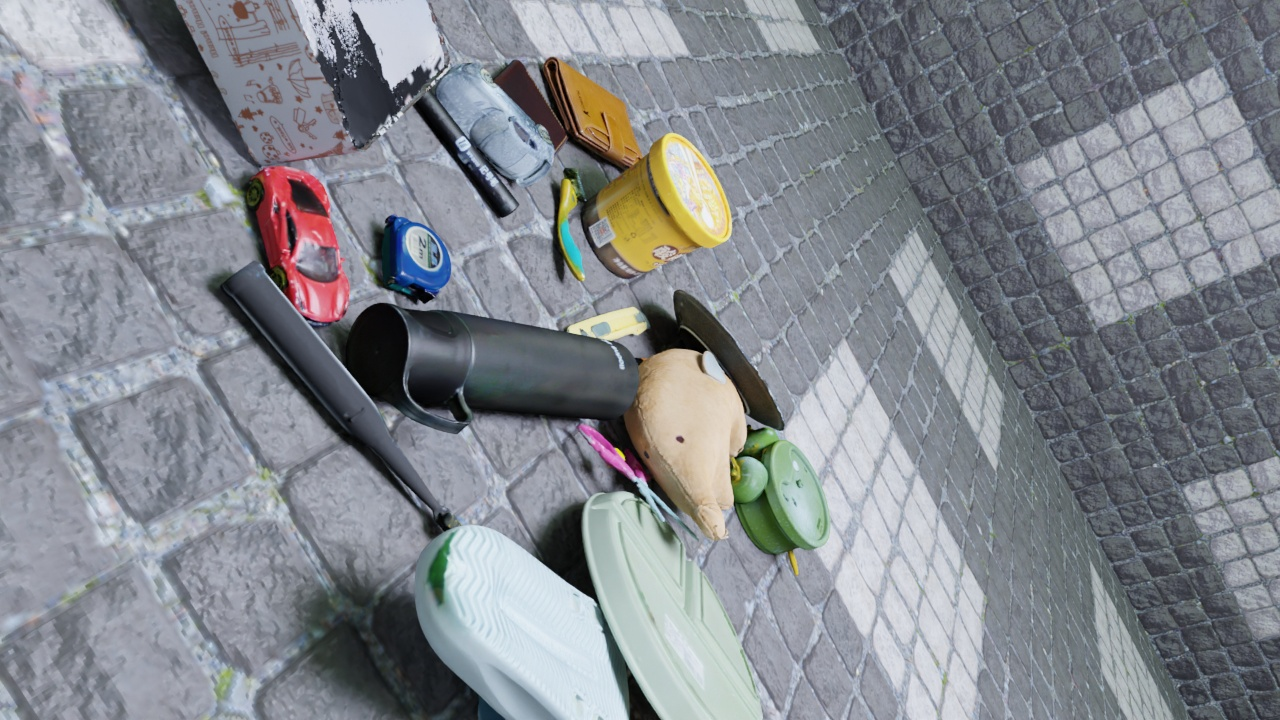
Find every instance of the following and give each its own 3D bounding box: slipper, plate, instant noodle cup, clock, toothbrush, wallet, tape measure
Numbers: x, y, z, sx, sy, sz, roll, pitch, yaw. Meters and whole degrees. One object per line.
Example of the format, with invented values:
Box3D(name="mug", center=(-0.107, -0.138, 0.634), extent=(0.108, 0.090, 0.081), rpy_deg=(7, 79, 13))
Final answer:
Box3D(name="slipper", center=(-0.070, 0.180, 0.544), extent=(0.245, 0.074, 0.104), rpy_deg=(58, 17, -47))
Box3D(name="plate", center=(0.082, 0.005, 0.929), extent=(0.179, 0.024, 0.179), rpy_deg=(53, -5, 6))
Box3D(name="instant noodle cup", center=(0.013, -0.148, 0.921), extent=(0.118, 0.115, 0.118), rpy_deg=(40, 36, -37))
Box3D(name="clock", center=(0.136, 0.133, 0.954), extent=(0.161, 0.056, 0.115), rpy_deg=(56, 29, -14))
Box3D(name="toothbrush", center=(-0.172, 0.032, 0.556), extent=(0.026, 0.027, 0.212), rpy_deg=(-42, 107, -22))
Box3D(name="wallet", center=(-0.046, -0.259, 1.007), extent=(0.130, 0.035, 0.119), rpy_deg=(14, 48, -57))
Box3D(name="plate", center=(0.030, 0.195, 0.682), extent=(0.230, 0.027, 0.230), rpy_deg=(55, 10, -15))
Box3D(name="wallet", center=(-0.112, -0.233, 0.887), extent=(0.096, 0.020, 0.122), rpy_deg=(57, 27, -23))
Box3D(name="tape measure", center=(-0.163, -0.071, 0.661), extent=(0.054, 0.025, 0.058), rpy_deg=(27, 48, -50))

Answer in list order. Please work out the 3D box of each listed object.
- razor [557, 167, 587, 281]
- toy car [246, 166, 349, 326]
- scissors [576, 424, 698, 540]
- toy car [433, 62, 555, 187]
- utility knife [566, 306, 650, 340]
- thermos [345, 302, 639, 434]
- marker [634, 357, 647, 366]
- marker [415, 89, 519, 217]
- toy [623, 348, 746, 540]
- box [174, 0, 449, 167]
Box3D(name="razor", center=(-0.064, -0.123, 0.864), extent=(0.043, 0.028, 0.132), rpy_deg=(78, 4, -53))
Box3D(name="toy car", center=(-0.211, -0.072, 0.577), extent=(0.049, 0.031, 0.106), rpy_deg=(4, 65, -57))
Box3D(name="scissors", center=(-0.001, 0.099, 0.747), extent=(0.133, 0.017, 0.131), rpy_deg=(43, 2, 7))
Box3D(name="toy car", center=(-0.127, -0.203, 0.800), extent=(0.120, 0.054, 0.036), rpy_deg=(44, 32, -31))
Box3D(name="utility knife", center=(-0.041, -0.024, 0.841), extent=(0.031, 0.021, 0.207), rpy_deg=(59, 33, 4))
Box3D(name="thermos", center=(-0.092, 0.015, 0.661), extent=(0.242, 0.069, 0.090), rpy_deg=(8, 52, -56))
Box3D(name="marker", center=(-0.005, 0.005, 0.869), extent=(0.123, 0.015, 0.018), rpy_deg=(6, 57, -55))
Box3D(name="marker", center=(-0.150, -0.179, 0.779), extent=(0.132, 0.020, 0.022), rpy_deg=(52, 1, -17))
Box3D(name="toy", center=(0.039, 0.070, 0.800), extent=(0.143, 0.083, 0.225), rpy_deg=(41, 26, -12))
Box3D(name="box", center=(-0.248, -0.260, 0.589), extent=(0.271, 0.133, 0.178), rpy_deg=(45, 33, -21))
